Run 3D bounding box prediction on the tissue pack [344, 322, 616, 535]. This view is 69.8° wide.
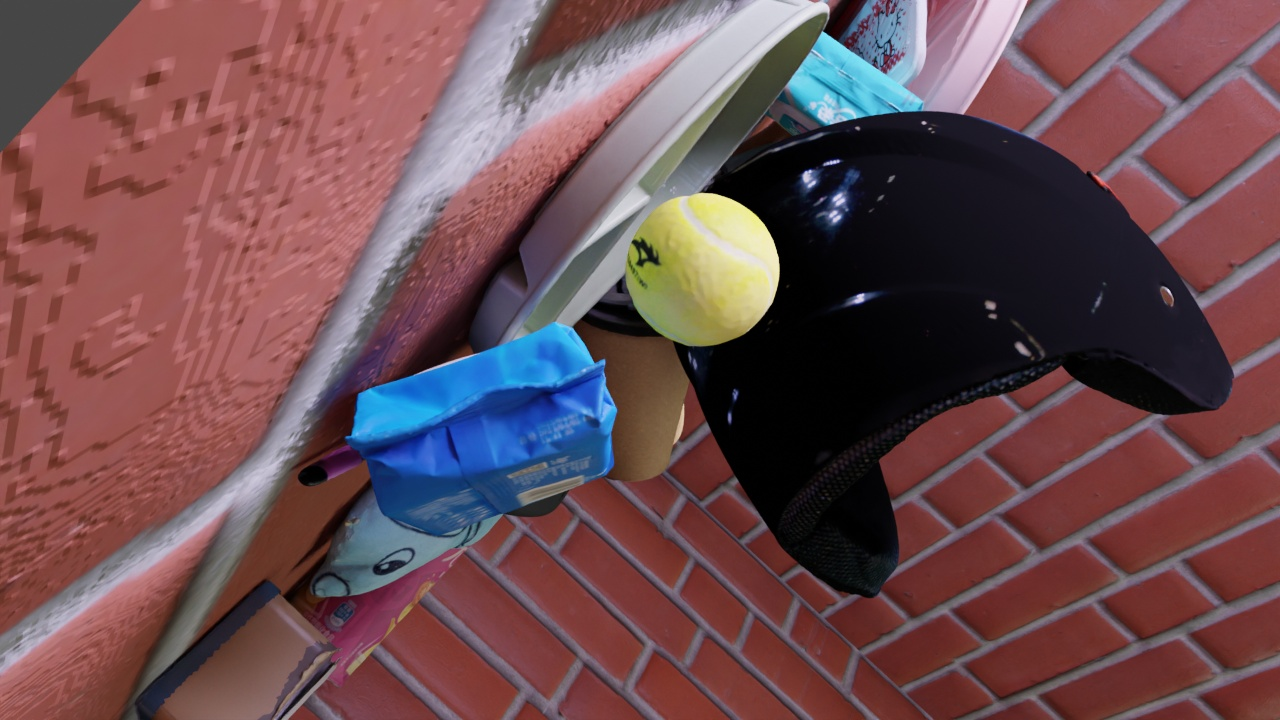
[{"bbox_3d":[-0.059,0.030,0.374,0.095,0.052,0.157,-19,167,-7],"label":"tissue pack"}]

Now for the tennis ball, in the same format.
[{"bbox_3d":[0.026,-0.038,0.392,0.065,0.065,0.065,-47,180,0],"label":"tennis ball"}]

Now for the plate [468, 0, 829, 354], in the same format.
[{"bbox_3d":[0.000,-0.079,0.432,0.230,0.027,0.230,-47,-179,0],"label":"plate"}]

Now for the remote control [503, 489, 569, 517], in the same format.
[{"bbox_3d":[-0.068,0.081,0.606,0.053,0.024,0.136,-59,161,-2],"label":"remote control"}]

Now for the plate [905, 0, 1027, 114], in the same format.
[{"bbox_3d":[0.214,-0.226,0.693,0.230,0.028,0.229,-63,-171,17],"label":"plate"}]

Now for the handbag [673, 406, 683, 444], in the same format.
[{"bbox_3d":[-0.052,0.029,0.829,0.179,0.063,0.163,-24,-142,21],"label":"handbag"}]

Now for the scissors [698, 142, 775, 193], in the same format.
[{"bbox_3d":[0.061,-0.125,0.632,0.172,0.019,0.177,-25,172,-8],"label":"scissors"}]

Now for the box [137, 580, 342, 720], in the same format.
[{"bbox_3d":[-0.228,0.191,0.522,0.089,0.063,0.185,-48,179,-39],"label":"box"}]

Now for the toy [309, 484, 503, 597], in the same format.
[{"bbox_3d":[-0.132,0.096,0.584,0.161,0.050,0.156,-44,156,-4],"label":"toy"}]

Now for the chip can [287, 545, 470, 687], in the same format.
[{"bbox_3d":[-0.165,0.132,0.668,0.210,0.071,0.072,-47,180,-23],"label":"chip can"}]

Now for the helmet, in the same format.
[{"bbox_3d":[0.146,-0.020,0.500,0.234,0.230,0.273,-41,170,35],"label":"helmet"}]

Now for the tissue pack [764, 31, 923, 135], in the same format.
[{"bbox_3d":[0.124,-0.166,0.601,0.050,0.093,0.133,-55,180,9],"label":"tissue pack"}]

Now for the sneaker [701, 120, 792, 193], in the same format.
[{"bbox_3d":[0.130,-0.170,0.830,0.240,0.118,0.088,-53,162,-20],"label":"sneaker"}]

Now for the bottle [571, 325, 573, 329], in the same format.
[{"bbox_3d":[-0.053,0.003,0.673,0.068,0.068,0.196,-47,176,23],"label":"bottle"}]

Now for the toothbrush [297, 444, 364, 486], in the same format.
[{"bbox_3d":[-0.109,0.028,0.428,0.018,0.014,0.189,-57,178,11],"label":"toothbrush"}]

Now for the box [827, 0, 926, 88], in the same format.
[{"bbox_3d":[0.176,-0.247,0.688,0.201,0.063,0.160,138,-25,-80],"label":"box"}]

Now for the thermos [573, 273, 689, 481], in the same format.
[{"bbox_3d":[-0.004,0.003,0.593,0.092,0.093,0.143,-48,147,-54],"label":"thermos"}]
